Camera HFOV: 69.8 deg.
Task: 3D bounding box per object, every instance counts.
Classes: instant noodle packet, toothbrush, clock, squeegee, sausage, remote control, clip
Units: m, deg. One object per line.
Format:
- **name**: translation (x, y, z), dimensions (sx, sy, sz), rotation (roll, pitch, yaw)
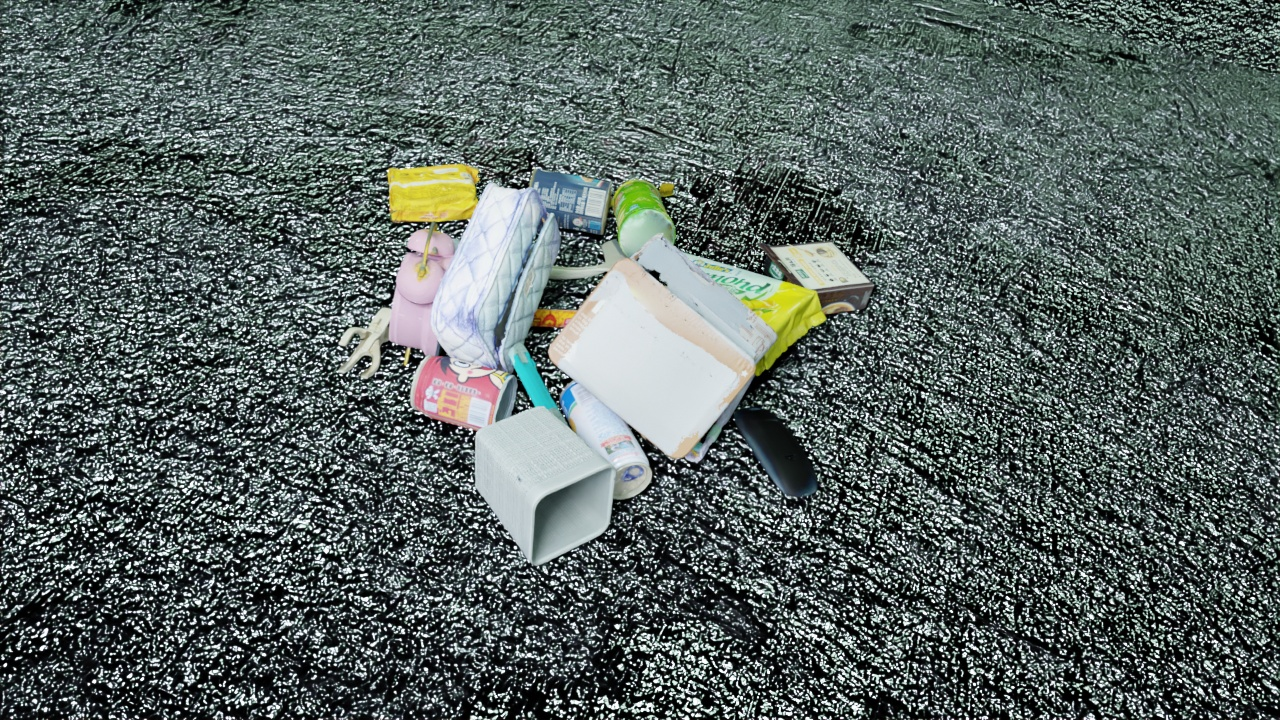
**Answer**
- **instant noodle packet**: translation (-0.285, -0.232, 1.279), dimensions (0.128, 0.044, 0.110), rotation (-5, 47, -13)
- **toothbrush**: translation (-0.027, -0.243, 1.374), dimensions (0.189, 0.017, 0.015), rotation (-17, 45, -31)
- **clock**: translation (-0.234, -0.078, 1.002), dimensions (0.060, 0.159, 0.117), rotation (13, 40, -10)
- **squeegee**: translation (-0.133, -0.124, 1.147), dimensions (0.246, 0.039, 0.246), rotation (5, 18, -13)
- **toothbrush**: translation (0.096, 0.053, 1.030), dimensions (0.021, 0.029, 0.188), rotation (54, 39, -11)
- **sausage**: translation (-0.133, -0.052, 1.105), dimensions (0.165, 0.021, 0.021), rotation (1, 39, -11)
- **remote control**: translation (0.146, 0.091, 0.987), dimensions (0.053, 0.024, 0.136), rotation (-8, 41, -23)
- **clip**: translation (-0.295, -0.032, 1.006), dimensions (0.035, 0.084, 0.104), rotation (15, 49, 5)

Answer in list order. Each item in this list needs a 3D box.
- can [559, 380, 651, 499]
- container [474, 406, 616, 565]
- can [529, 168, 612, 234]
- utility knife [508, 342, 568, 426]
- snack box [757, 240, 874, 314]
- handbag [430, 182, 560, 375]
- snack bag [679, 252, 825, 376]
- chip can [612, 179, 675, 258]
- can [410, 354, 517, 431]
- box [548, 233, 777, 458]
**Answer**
- **can**: translation (-0.037, 0.078, 0.939), dimensions (0.053, 0.053, 0.134), rotation (-9, 42, -23)
- **container**: translation (-0.094, 0.111, 0.857), dimensions (0.090, 0.090, 0.114), rotation (-20, 45, -34)
- **can**: translation (-0.098, -0.221, 1.283), dimensions (0.111, 0.075, 0.075), rotation (10, 38, -1)
- **utility knife**: translation (-0.082, 0.065, 0.922), dimensions (0.029, 0.013, 0.207), rotation (-9, 62, -48)
- **snack box**: translation (0.231, -0.115, 1.243), dimensions (0.125, 0.053, 0.113), rotation (-9, 42, -22)
- **handbag**: translation (-0.149, -0.084, 0.992), dimensions (0.076, 0.134, 0.193), rotation (12, 65, 14)
- **snack bag**: translation (0.083, -0.060, 1.120), dimensions (0.247, 0.068, 0.157), rotation (20, 34, 25)
- **chip can**: translation (0.002, -0.187, 1.215), dimensions (0.072, 0.073, 0.221), rotation (6, 20, -6)
- **can**: translation (-0.182, 0.035, 0.948), dimensions (0.094, 0.067, 0.066), rotation (15, 38, 6)
- **box**: translation (0.018, -0.005, 0.950), dimensions (0.182, 0.153, 0.177), rotation (41, 56, 4)
